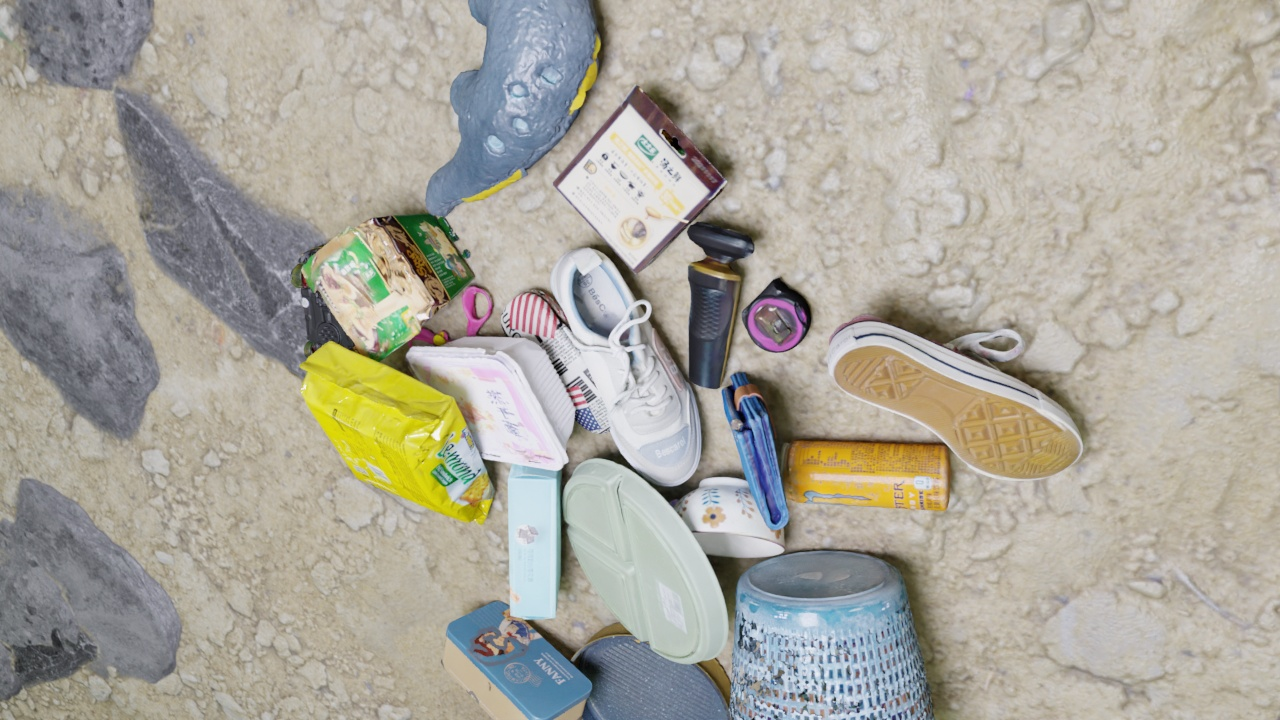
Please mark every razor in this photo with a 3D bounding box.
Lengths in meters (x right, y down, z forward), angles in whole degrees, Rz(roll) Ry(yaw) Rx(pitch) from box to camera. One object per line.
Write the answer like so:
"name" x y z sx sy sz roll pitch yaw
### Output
"razor" 0.067 -0.046 0.828 0.062 0.067 0.168 20 126 24

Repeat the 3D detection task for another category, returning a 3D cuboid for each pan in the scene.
"pan" 0.076 0.419 0.991 0.357 0.078 0.198 24 117 11

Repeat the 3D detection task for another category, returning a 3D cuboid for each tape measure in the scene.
"tape measure" 0.122 -0.036 0.815 0.058 0.039 0.057 46 119 0

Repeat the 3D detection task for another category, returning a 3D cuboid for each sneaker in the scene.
"sneaker" -0.005 0.005 0.838 0.089 0.091 0.242 -27 95 -11
"sneaker" 0.260 0.018 0.759 0.241 0.087 0.119 25 132 -13

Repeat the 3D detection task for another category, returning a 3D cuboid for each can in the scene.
"can" 0.202 0.103 0.828 0.146 0.058 0.058 0 110 22

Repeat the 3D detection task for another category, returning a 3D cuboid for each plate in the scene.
"plate" -0.004 0.202 0.902 0.230 0.027 0.231 36 143 34

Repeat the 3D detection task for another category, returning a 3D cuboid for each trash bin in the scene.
"trash bin" 0.172 0.288 0.842 0.227 0.226 0.195 -3 96 22

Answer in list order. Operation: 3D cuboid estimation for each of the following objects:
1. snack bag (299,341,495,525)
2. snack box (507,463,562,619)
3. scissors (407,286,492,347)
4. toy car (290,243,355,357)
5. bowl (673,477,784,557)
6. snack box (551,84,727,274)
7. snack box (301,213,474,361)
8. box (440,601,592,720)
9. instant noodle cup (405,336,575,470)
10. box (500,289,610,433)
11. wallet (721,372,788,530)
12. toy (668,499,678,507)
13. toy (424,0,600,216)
"snack bag" -0.244 0.086 0.930 0.158 0.068 0.247 23 152 16
"snack box" -0.110 0.179 0.965 0.051 0.074 0.175 2 112 0
"scissors" -0.183 -0.020 0.956 0.133 0.017 0.134 15 118 11
"toy car" -0.330 -0.048 0.987 0.071 0.041 0.156 7 111 19
"bowl" 0.083 0.148 0.880 0.114 0.113 0.062 -1 67 22
"snack box" 0.003 -0.159 0.806 0.113 0.053 0.126 47 118 -1
"snack box" -0.237 -0.080 0.903 0.118 0.105 0.118 -29 97 30
"box" -0.135 0.350 1.012 0.184 0.089 0.062 28 119 32
"instant noodle cup" -0.139 0.032 0.902 0.174 0.060 0.138 1 126 43
"box" -0.071 -0.001 0.909 0.164 0.060 0.072 52 141 -4
"wallet" 0.102 0.076 0.818 0.040 0.133 0.106 -15 105 1
"toy" 0.029 0.202 0.945 0.084 0.038 0.108 -25 102 27
"toy" -0.103 -0.258 0.797 0.138 0.091 0.357 44 122 32
